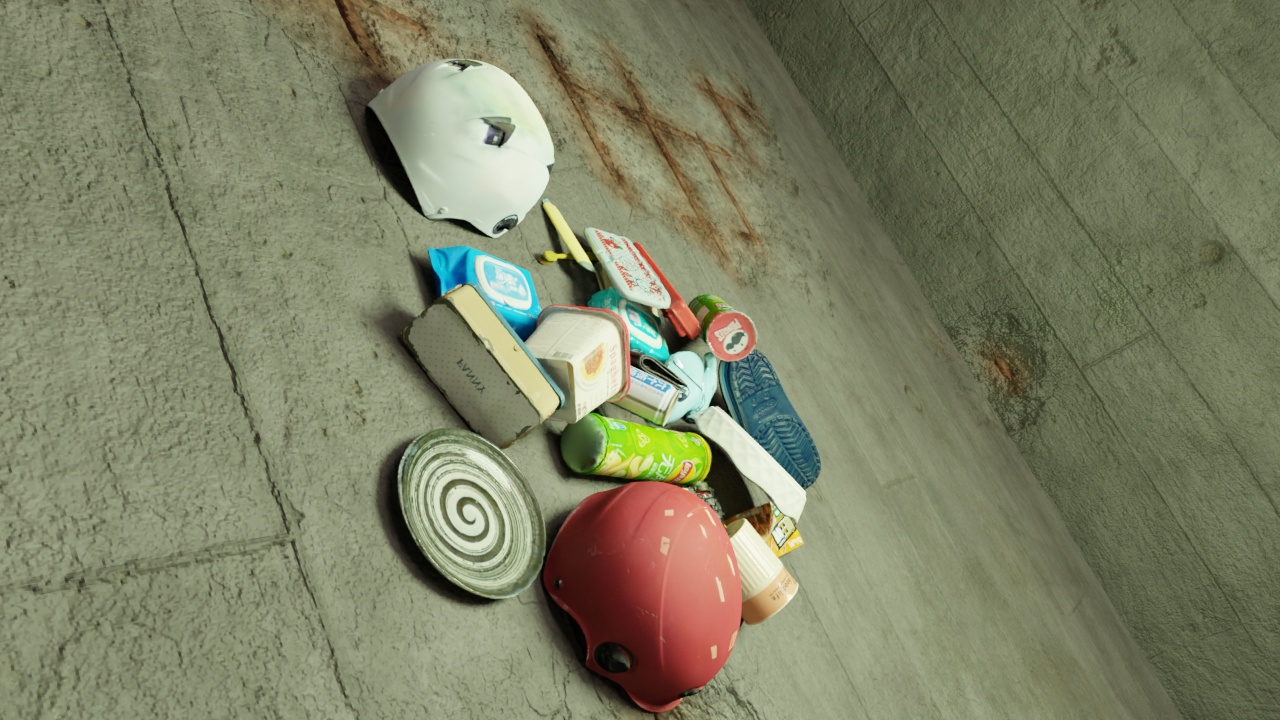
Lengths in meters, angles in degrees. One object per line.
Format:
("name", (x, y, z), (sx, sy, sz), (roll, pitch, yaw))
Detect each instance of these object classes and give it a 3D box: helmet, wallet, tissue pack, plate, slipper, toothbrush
("helmet", (0.031, 0.234, 0.953), (0.240, 0.144, 0.206), (59, 33, 0))
("wallet", (-0.018, -0.092, 1.369), (0.115, 0.024, 0.087), (29, 32, -42))
("tissue pack", (-0.012, -0.039, 1.289), (0.133, 0.050, 0.093), (30, 35, -40))
("plate", (-0.164, 0.147, 0.884), (0.179, 0.024, 0.179), (39, 32, -31))
("slipper", (0.183, 0.095, 1.408), (0.253, 0.105, 0.095), (62, -16, -15))
("tissue pack", (-0.177, -0.079, 1.077), (0.157, 0.052, 0.095), (17, 45, -49))
("wallet", (-0.007, 0.007, 1.199), (0.096, 0.122, 0.020), (34, 78, -39))
("toothbrush", (-0.089, -0.148, 1.329), (0.015, 0.017, 0.189), (59, 27, 10))
("plate", (0.150, 0.137, 1.258), (0.205, 0.045, 0.205), (45, 1, -1))
("helmet", (-0.201, -0.290, 1.171), (0.258, 0.146, 0.229), (0, 60, -57))

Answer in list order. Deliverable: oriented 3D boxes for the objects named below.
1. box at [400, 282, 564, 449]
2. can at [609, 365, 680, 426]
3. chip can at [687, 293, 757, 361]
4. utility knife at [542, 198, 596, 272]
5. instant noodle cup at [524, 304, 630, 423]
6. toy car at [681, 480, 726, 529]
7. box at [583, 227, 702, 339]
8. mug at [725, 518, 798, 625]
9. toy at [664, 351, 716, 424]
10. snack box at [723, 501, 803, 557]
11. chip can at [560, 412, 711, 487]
("box", (-0.161, 0.013, 0.966), (0.184, 0.090, 0.062), (53, 28, -8))
("can", (-0.021, 0.031, 1.133), (0.134, 0.053, 0.053), (25, 28, 8))
("chip can", (0.117, -0.055, 1.384), (0.072, 0.072, 0.236), (49, 3, -11))
("utility knife", (-0.106, -0.184, 1.316), (0.031, 0.018, 0.167), (13, 41, -47))
("instant noodle cup", (-0.082, 0.007, 1.040), (0.124, 0.117, 0.116), (-45, 138, -58))
("toy car", (0.043, 0.190, 1.129), (0.155, 0.041, 0.071), (1, 60, -41))
("box", (0.004, -0.119, 1.323), (0.161, 0.059, 0.201), (32, 17, -37))
("mug", (0.138, 0.259, 1.164), (0.106, 0.082, 0.114), (52, 26, -1))
("toy", (0.064, 0.037, 1.293), (0.161, 0.050, 0.156), (-58, 143, -28))
("snack box", (0.176, 0.244, 1.295), (0.153, 0.026, 0.075), (-3, 62, -58))
("chip can", (-0.003, 0.111, 1.117), (0.221, 0.073, 0.072), (15, 47, -50))
